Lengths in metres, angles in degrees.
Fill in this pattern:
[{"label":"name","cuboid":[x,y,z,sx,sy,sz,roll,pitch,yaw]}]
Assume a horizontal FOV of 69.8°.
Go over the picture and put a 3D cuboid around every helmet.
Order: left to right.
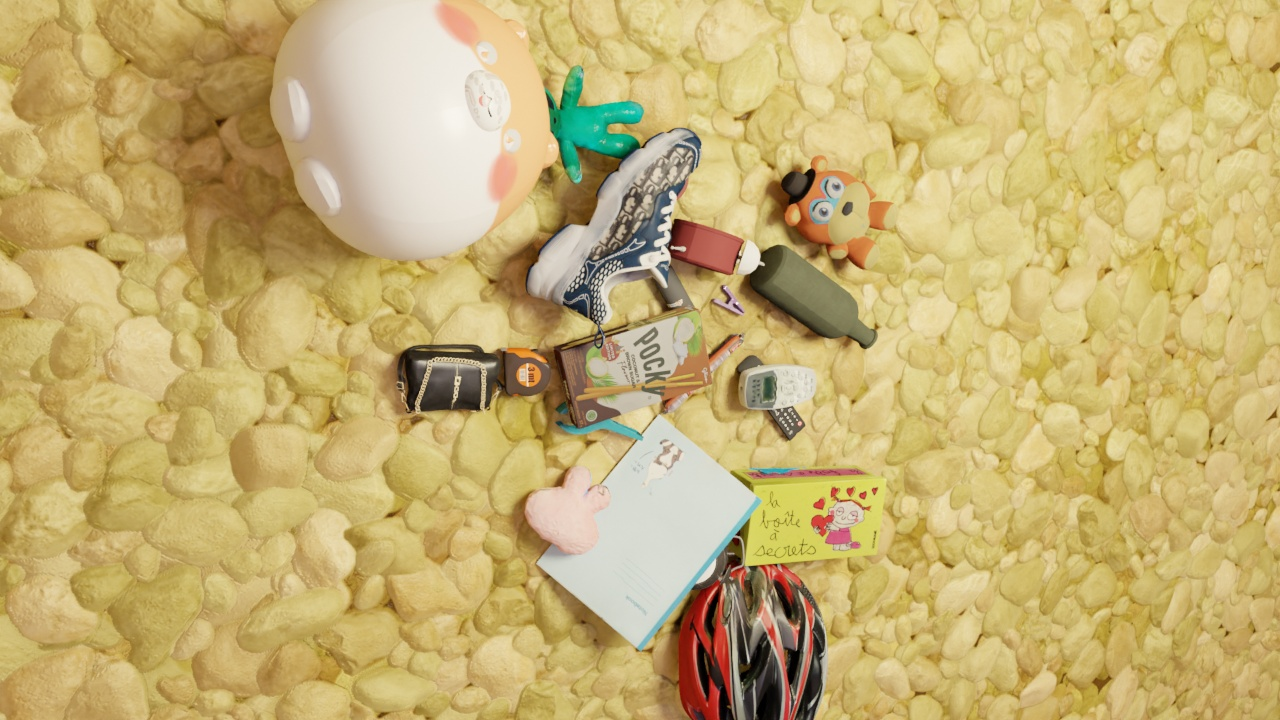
[{"label":"helmet","cuboid":[0.166,0.411,1.286,0.217,0.167,0.272,5,87,-28]}]

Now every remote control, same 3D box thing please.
[{"label":"remote control","cuboid":[0.184,0.054,1.279,0.033,0.015,0.147,-43,115,-10]},{"label":"remote control","cuboid":[0.187,0.035,1.250,0.114,0.028,0.060,-3,103,-23]}]

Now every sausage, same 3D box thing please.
[{"label":"sausage","cuboid":[0.083,0.015,1.223,0.155,0.020,0.020,-45,115,-9]}]

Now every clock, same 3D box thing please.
[{"label":"clock","cuboid":[0.077,0.263,1.236,0.123,0.043,0.091,-4,94,14]},{"label":"clock","cuboid":[0.090,-0.139,1.149,0.137,0.096,0.048,15,96,-23]}]

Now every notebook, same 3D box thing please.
[{"label":"notebook","cuboid":[0.013,0.224,1.203,0.181,0.009,0.253,40,84,0]}]

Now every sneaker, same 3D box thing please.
[{"label":"sneaker","cuboid":[-0.004,-0.145,1.073,0.132,0.103,0.269,42,89,7]}]

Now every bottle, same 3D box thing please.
[{"label":"bottle","cuboid":[0.053,-0.070,1.184,0.030,0.030,0.113,-37,114,-12]},{"label":"bottle","cuboid":[0.243,-0.077,1.244,0.206,0.071,0.071,31,88,-26]}]

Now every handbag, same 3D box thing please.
[{"label":"handbag","cuboid":[-0.223,0.026,1.079,0.128,0.054,0.079,1,112,-27]}]

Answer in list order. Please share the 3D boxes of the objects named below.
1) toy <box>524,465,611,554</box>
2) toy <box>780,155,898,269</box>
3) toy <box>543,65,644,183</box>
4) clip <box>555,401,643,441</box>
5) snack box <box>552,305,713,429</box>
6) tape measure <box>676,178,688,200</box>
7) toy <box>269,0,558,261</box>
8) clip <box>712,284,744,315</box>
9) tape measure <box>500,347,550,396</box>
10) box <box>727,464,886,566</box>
[{"label":"toy","cuboid":[-0.088,0.189,1.168,0.108,0.053,0.105,43,74,-11]},{"label":"toy","cuboid":[0.258,-0.198,1.219,0.176,0.096,0.112,25,91,-15]},{"label":"toy","cuboid":[-0.093,-0.272,1.058,0.193,0.072,0.131,2,99,-15]},{"label":"clip","cuboid":[-0.050,0.059,1.172,0.120,0.027,0.103,-6,101,-23]},{"label":"snack box","cuboid":[-0.007,0.007,1.143,0.185,0.032,0.101,-18,109,-17]},{"label":"tape measure","cuboid":[0.031,-0.221,1.148,0.051,0.019,0.059,22,99,-28]},{"label":"toy","cuboid":[-0.213,-0.237,0.904,0.280,0.266,0.263,-25,109,-33]},{"label":"clip","cuboid":[0.120,-0.082,1.222,0.051,0.014,0.045,8,96,-22]},{"label":"tape measure","cuboid":[-0.139,0.012,1.117,0.058,0.038,0.058,-3,103,-9]},{"label":"box","cuboid":[0.232,0.217,1.303,0.220,0.080,0.124,2,101,-25]}]
